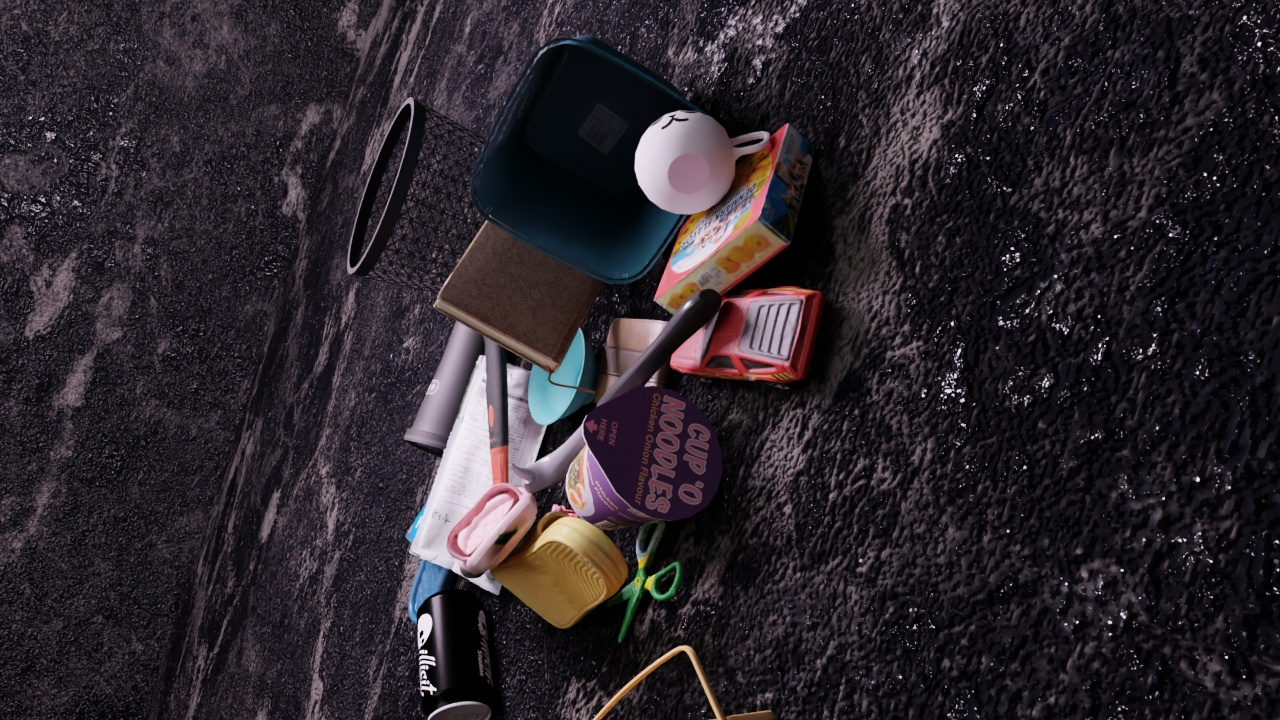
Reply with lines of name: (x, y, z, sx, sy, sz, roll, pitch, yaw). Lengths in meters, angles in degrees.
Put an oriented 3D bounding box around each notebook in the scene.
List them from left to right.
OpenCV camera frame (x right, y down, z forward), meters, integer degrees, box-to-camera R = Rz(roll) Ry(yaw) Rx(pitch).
notebook: (-0.095, -0.089, 0.998, 0.214, 0.190, 0.035, -63, 6, -34)

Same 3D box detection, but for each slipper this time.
slipper: (-0.276, 0.250, 1.228, 0.104, 0.059, 0.213, 7, 83, 56)
slipper: (-0.152, 0.167, 0.937, 0.106, 0.055, 0.222, -49, 7, -15)
slipper: (-0.069, 0.197, 0.892, 0.078, 0.099, 0.264, -44, -1, -30)

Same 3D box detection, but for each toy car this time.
toy car: (0.088, -0.022, 0.805, 0.190, 0.056, 0.081, 3, 75, 60)

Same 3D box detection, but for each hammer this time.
hammer: (-0.167, 0.087, 1.075, 0.133, 0.033, 0.333, -11, 80, 41)
hammer: (-0.023, 0.036, 0.863, 0.029, 0.124, 0.312, 55, 132, 15)

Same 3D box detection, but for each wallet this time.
wallet: (-0.006, 0.006, 0.960, 0.121, 0.027, 0.098, 7, 83, 58)

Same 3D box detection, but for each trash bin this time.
trash bin: (-0.203, -0.169, 1.127, 0.218, 0.243, 0.216, -42, 39, 45)
trash bin: (-0.044, -0.227, 0.954, 0.197, 0.199, 0.218, -57, 15, 23)

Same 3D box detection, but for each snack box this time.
snack box: (0.085, -0.122, 0.824, 0.143, 0.040, 0.144, -35, 25, 43)

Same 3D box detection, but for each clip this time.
clip: (-0.082, 0.169, 1.005, 0.058, 0.050, 0.023, 65, -144, -74)

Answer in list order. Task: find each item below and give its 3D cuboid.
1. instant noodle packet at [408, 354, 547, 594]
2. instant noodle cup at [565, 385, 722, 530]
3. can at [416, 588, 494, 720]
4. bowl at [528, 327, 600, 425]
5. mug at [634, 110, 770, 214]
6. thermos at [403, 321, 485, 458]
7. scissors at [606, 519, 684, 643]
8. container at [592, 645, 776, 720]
instant noodle packet: (-0.189, 0.136, 1.139, 0.147, 0.057, 0.269, 18, 91, 30)
instant noodle cup: (-0.015, 0.100, 0.843, 0.122, 0.136, 0.121, -41, 34, 54)
can: (-0.216, 0.346, 1.064, 0.080, 0.080, 0.145, -51, 38, 31)
bowl: (-0.078, 0.019, 1.044, 0.121, 0.046, 0.121, -32, 50, 47)
mug: (0.056, -0.180, 0.814, 0.124, 0.090, 0.076, -14, 27, 6)
thermos: (-0.238, 0.031, 1.243, 0.106, 0.105, 0.218, -3, 67, 57)
scissors: (0.000, 0.203, 0.867, 0.130, 0.012, 0.116, -41, 41, 43)
container: (0.010, 0.325, 0.683, 0.184, 0.129, 0.167, -52, 46, 30)
